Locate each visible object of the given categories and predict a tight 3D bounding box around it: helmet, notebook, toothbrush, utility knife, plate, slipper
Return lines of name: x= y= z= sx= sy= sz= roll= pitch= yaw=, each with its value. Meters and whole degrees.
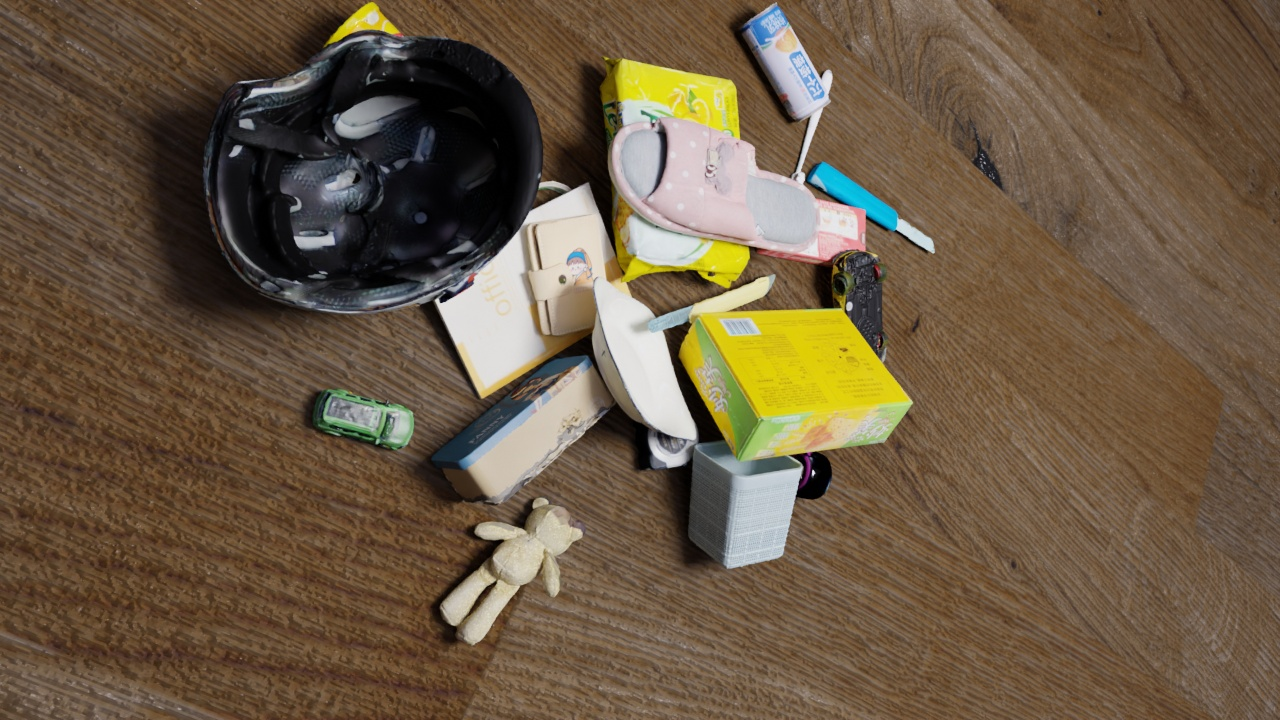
helmet: x=-0.216 y=-0.144 z=0.790 sx=0.274 sy=0.157 sz=0.230 roll=-21 pitch=85 yaw=-5
notebook: x=-0.107 y=-0.073 z=0.927 sx=0.205 sy=0.010 sz=0.146 roll=-32 pitch=112 yaw=-28
toothbrush: x=0.215 y=-0.289 z=1.145 sx=0.016 sy=0.016 sz=0.179 roll=27 pitch=71 yaw=-26
utility knife: x=0.303 y=-0.193 z=1.180 sx=0.218 sy=0.018 sz=0.034 roll=26 pitch=70 yaw=-23
plate: x=-0.005 y=0.005 z=0.923 sx=0.163 sy=0.034 sz=0.164 roll=27 pitch=41 yaw=-61
utility knife: x=0.083 y=-0.061 z=1.018 sx=0.215 sy=0.022 sz=0.031 roll=-26 pitch=135 yaw=-45
slipper: x=0.090 y=-0.179 z=0.961 sx=0.274 sy=0.055 sz=0.114 roll=14 pitch=76 yaw=-30

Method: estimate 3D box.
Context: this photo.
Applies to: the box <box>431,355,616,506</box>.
box: x=-0.114 y=0.069 z=0.876 sx=0.183 sy=0.090 sz=0.062 roll=-39 pitch=107 yaw=-31

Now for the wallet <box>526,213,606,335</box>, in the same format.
wallet: x=-0.073 y=-0.086 z=0.929 sx=0.087 sy=0.024 sz=0.115 roll=-15 pitch=105 yaw=-32

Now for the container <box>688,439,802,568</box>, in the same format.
container: x=0.107 y=0.152 z=0.974 sx=0.090 sy=0.090 sz=0.111 roll=-4 pitch=109 yaw=-30

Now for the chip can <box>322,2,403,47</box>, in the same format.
chip can: x=-0.201 y=-0.235 z=0.877 sx=0.213 sy=0.072 sz=0.072 roll=45 pitch=65 yaw=-18

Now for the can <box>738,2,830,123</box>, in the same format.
can: x=0.176 y=-0.358 z=1.111 sx=0.053 sy=0.053 sz=0.134 roll=-40 pitch=103 yaw=-27

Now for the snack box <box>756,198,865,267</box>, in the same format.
snack box: x=0.210 y=-0.158 z=1.121 sx=0.152 sy=0.026 sz=0.075 roll=6 pitch=80 yaw=-28

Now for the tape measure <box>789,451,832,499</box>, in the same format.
tape measure: x=0.190 y=0.130 z=1.056 sx=0.039 sy=0.058 sz=0.057 roll=15 pitch=79 yaw=-26

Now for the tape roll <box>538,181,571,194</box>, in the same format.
tape roll: x=-0.092 y=-0.143 z=0.957 sx=0.085 sy=0.014 sz=0.085 roll=4 pitch=82 yaw=-29

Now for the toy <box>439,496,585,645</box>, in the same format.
toy: x=-0.123 y=0.201 z=0.876 sx=0.105 sy=0.066 sz=0.157 roll=34 pitch=66 yaw=25

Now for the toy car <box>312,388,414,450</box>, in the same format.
toy car: x=-0.249 y=0.053 z=0.834 sx=0.091 sy=0.036 sz=0.043 roll=19 pitch=74 yaw=-30

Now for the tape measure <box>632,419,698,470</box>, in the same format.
tape measure: x=0.028 y=0.084 z=0.985 sx=0.066 sy=0.034 sz=0.065 roll=-5 pitch=88 yaw=-27

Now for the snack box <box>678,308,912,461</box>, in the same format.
snack box: x=0.168 y=0.021 z=1.005 sx=0.209 sy=0.070 sz=0.157 roll=-3 pitch=47 yaw=-30

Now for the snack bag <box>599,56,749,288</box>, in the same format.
snack bag: x=0.035 y=-0.203 z=1.003 sx=0.157 sy=0.068 sz=0.246 roll=-1 pitch=83 yaw=-32

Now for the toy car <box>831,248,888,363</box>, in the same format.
toy car: x=0.266 y=-0.058 z=1.126 sx=0.071 sy=0.041 sz=0.156 roll=-18 pitch=109 yaw=-28
